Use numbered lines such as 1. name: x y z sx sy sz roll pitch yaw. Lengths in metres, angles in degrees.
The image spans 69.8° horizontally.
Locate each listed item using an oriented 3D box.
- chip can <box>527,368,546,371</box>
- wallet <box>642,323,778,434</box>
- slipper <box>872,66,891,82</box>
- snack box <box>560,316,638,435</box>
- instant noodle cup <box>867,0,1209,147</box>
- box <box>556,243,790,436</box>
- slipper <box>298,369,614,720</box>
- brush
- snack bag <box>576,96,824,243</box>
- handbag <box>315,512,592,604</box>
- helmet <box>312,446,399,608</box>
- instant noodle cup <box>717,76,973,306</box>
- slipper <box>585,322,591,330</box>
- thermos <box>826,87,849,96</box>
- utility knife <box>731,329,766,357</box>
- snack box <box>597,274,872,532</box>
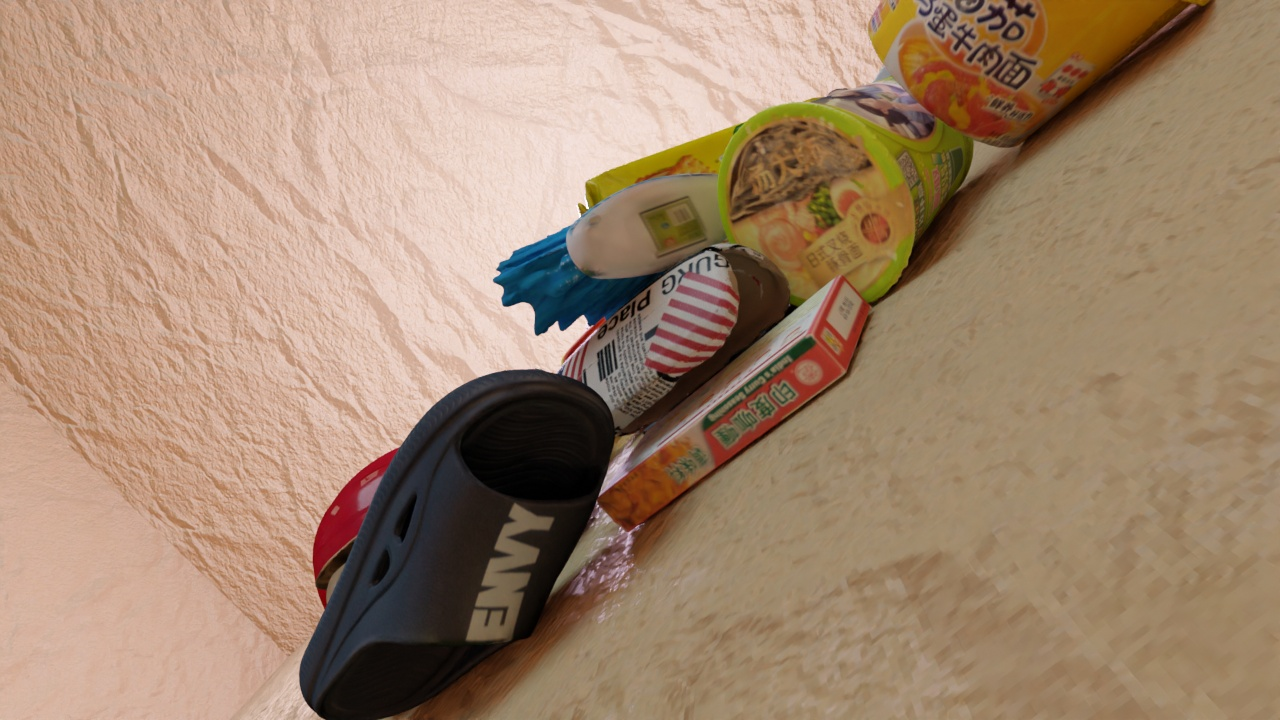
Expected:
1. chip can: -0.095 0.046 0.850 0.072 0.072 0.236 -45 7 -6
2. wallet: 0.047 0.018 0.604 0.097 0.019 0.121 -43 2 -8
3. slipper: 0.197 -0.226 0.935 0.246 0.074 0.103 -57 -8 19
4. snack box: -0.004 0.004 0.756 0.081 0.091 0.080 -48 12 -32
5. instant noodle cup: 0.192 -0.186 0.469 0.110 0.138 0.137 -51 -2 43
6. box: 0.007 0.007 0.498 0.163 0.075 0.086 -38 23 35
7. slipper: -0.089 0.121 0.466 0.110 0.083 0.269 11 -55 -39
8. brush: 0.057 -0.096 0.563 0.313 0.060 0.110 -27 -2 -44
9. snack bag: 0.060 -0.119 0.701 0.246 0.068 0.158 -20 -12 -9
10. handbag: -0.134 0.126 0.626 0.204 0.100 0.148 -44 20 -12
11. helmet: -0.186 0.141 0.806 0.208 0.144 0.239 -44 2 33
12. instant noodle cup: 0.122 -0.101 0.502 0.123 0.111 0.112 -36 -2 -40
13. slipper: 0.022 -0.062 0.873 0.104 0.095 0.253 -44 17 -25
14. thermos: 0.141 -0.147 0.854 0.073 0.073 0.225 -47 -4 -37
15. utility knife: 0.033 0.010 0.591 0.029 0.013 0.183 -45 5 -27
16. snack box: 0.046 0.023 0.468 0.156 0.027 0.076 -41 4 34
